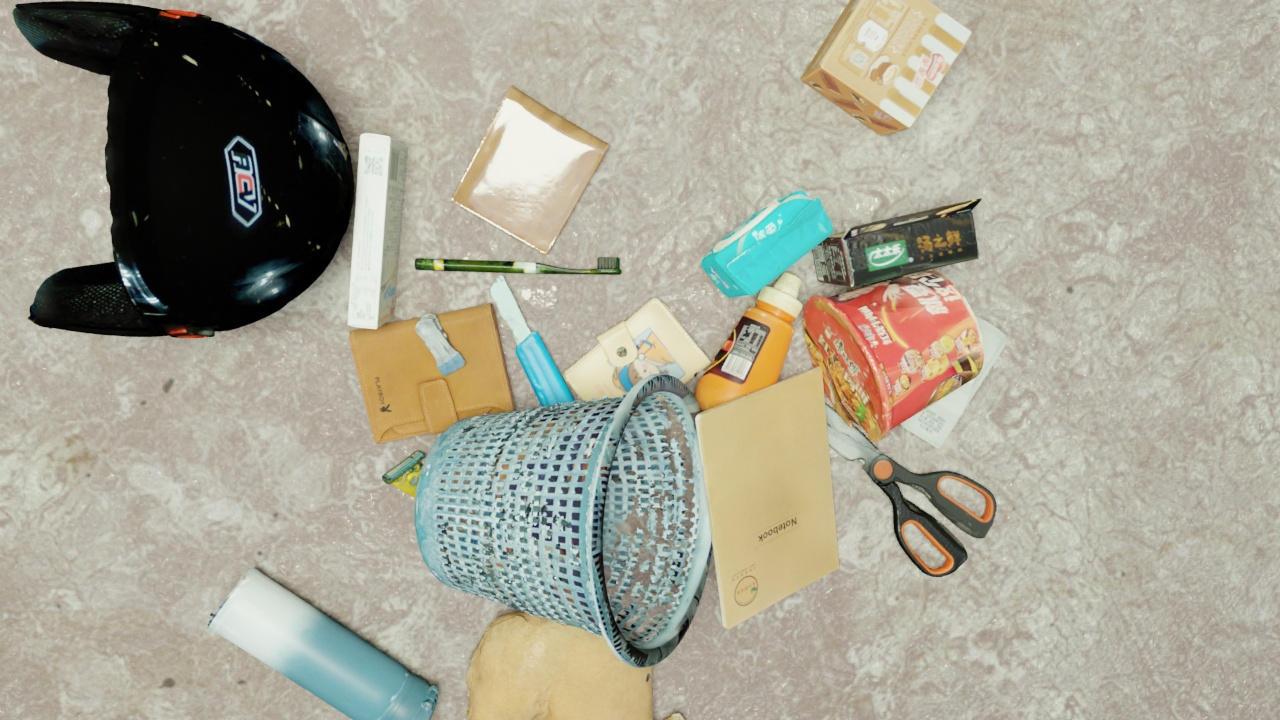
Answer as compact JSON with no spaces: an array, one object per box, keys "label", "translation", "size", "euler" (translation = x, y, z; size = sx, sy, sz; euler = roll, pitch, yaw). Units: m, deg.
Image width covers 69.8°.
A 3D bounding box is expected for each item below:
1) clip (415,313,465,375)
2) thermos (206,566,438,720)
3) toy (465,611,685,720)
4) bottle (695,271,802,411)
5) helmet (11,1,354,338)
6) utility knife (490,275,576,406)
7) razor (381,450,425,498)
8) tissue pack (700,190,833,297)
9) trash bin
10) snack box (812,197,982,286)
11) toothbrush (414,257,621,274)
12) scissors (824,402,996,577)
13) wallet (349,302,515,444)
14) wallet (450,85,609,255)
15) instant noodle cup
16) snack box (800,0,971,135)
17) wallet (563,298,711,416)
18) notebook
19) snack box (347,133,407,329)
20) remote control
[{"label":"clip","translation":[-0.176,-0.014,0.804],"size":[0.024,0.026,0.056],"euler":[-27,104,1]},{"label":"thermos","translation":[-0.288,0.279,0.847],"size":[0.220,0.070,0.070],"euler":[38,95,-8]},{"label":"toy","translation":[-0.050,0.308,0.863],"size":[0.226,0.082,0.143],"euler":[18,102,-9]},{"label":"bottle","translation":[0.105,-0.012,0.831],"size":[0.066,0.067,0.149],"euler":[27,90,-7]},{"label":"helmet","translation":[-0.329,-0.135,0.682],"size":[0.229,0.275,0.233],"euler":[-4,105,-30]},{"label":"utility knife","translation":[-0.087,0.016,0.841],"size":[0.034,0.018,0.203],"euler":[-25,101,2]},{"label":"razor","translation":[-0.185,0.148,0.851],"size":[0.043,0.028,0.132],"euler":[-39,98,-29]},{"label":"tissue pack","translation":[0.104,-0.097,0.779],"size":[0.093,0.133,0.050],"euler":[-38,95,-1]},{"label":"trash bin","translation":[-0.067,0.122,0.759],"size":[0.195,0.226,0.226],"euler":[1,100,26]},{"label":"snack box","translation":[0.218,-0.101,0.789],"size":[0.113,0.125,0.053],"euler":[-13,99,-2]},{"label":"toothbrush","translation":[-0.110,-0.087,0.828],"size":[0.186,0.012,0.017],"euler":[1,93,-4]},{"label":"scissors","translation":[0.249,0.102,0.879],"size":[0.161,0.022,0.234],"euler":[-27,95,-6]},{"label":"wallet","translation":[-0.187,0.012,0.830],"size":[0.132,0.031,0.108],"euler":[-11,98,-1]},{"label":"wallet","translation":[-0.099,-0.167,0.814],"size":[0.101,0.020,0.115],"euler":[30,99,-8]},{"label":"instant noodle cup","translation":[0.222,-0.014,0.804],"size":[0.108,0.138,0.138],"euler":[-24,100,-8]},{"label":"snack box","translation":[0.207,-0.260,0.788],"size":[0.094,0.077,0.093],"euler":[32,95,-7]},{"label":"wallet","translation":[-0.005,0.005,0.844],"size":[0.115,0.024,0.087],"euler":[-38,104,3]},{"label":"notebook","translation":[0.120,0.123,0.828],"size":[0.147,0.008,0.208],"euler":[-19,110,-31]},{"label":"snack box","translation":[-0.223,-0.109,0.780],"size":[0.027,0.084,0.157],"euler":[6,98,-6]},{"label":"remote control","translation":[0.294,0.019,0.864],"size":[0.049,0.024,0.125],"euler":[30,97,-7]}]
